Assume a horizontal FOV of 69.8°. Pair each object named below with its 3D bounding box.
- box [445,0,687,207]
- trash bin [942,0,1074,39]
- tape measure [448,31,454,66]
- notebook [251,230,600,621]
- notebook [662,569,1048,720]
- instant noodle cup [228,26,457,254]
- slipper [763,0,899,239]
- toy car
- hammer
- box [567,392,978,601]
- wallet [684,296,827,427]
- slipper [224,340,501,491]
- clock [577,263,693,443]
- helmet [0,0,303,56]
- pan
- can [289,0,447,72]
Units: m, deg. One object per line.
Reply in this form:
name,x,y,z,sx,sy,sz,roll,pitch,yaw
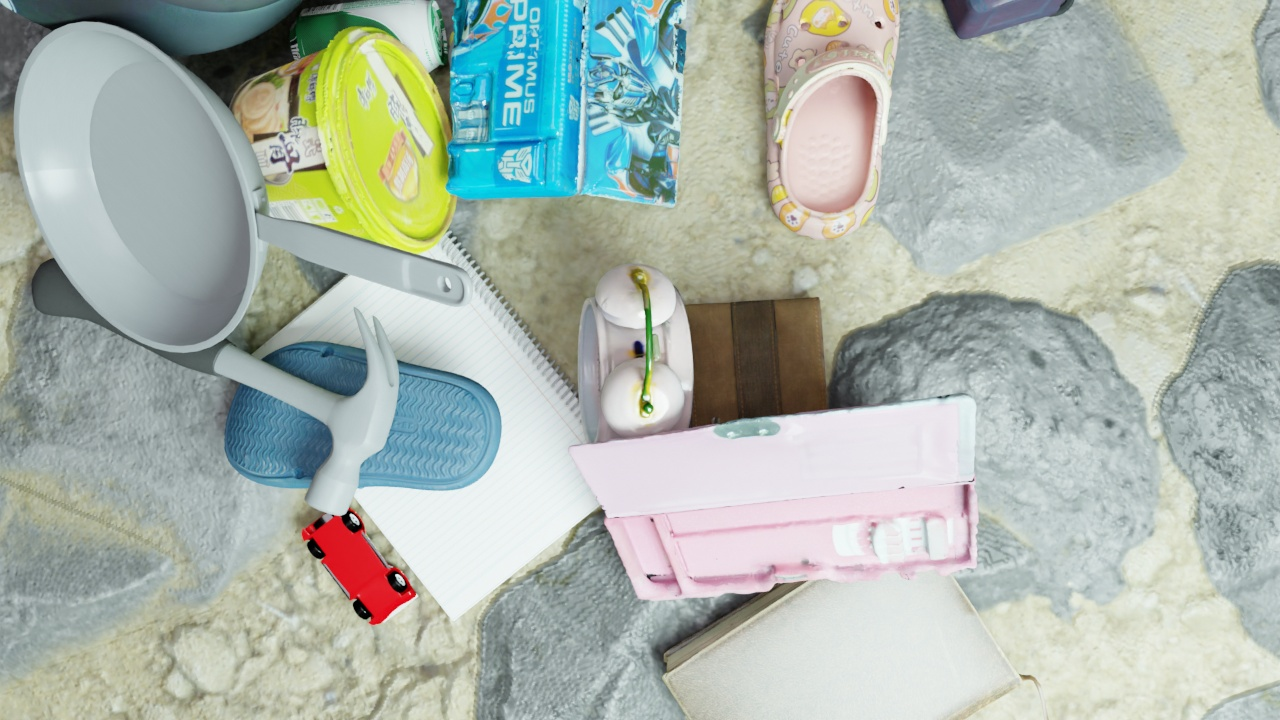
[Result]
box,-0.045,-0.231,0.621,0.170,0.071,0.243,3,90,-7
trash bin,0.239,-0.312,0.612,0.092,0.093,0.161,-14,91,11
tape measure,-0.106,-0.213,0.662,0.064,0.017,0.065,0,90,2
notebook,-0.144,0.039,0.668,0.178,0.013,0.245,-39,89,3
notebook,0.153,0.235,0.647,0.215,0.034,0.190,-33,89,2
instant noodle cup,-0.196,-0.137,0.607,0.098,0.146,0.146,-6,90,18
slipper,0.129,-0.183,0.623,0.093,0.081,0.197,6,93,3
toy car,-0.203,0.148,0.664,0.038,0.025,0.089,-38,88,2
hammer,-0.300,-0.011,0.630,0.311,0.029,0.125,21,85,17
box,0.089,0.083,0.574,0.233,0.039,0.179,-7,134,13
wallet,0.084,0.017,0.654,0.099,0.027,0.121,-4,91,5
slipper,-0.193,0.041,0.638,0.214,0.059,0.103,3,82,16
clock,-0.003,0.003,0.588,0.058,0.158,0.116,-2,75,-11
helmet,-0.291,-0.346,0.561,0.235,0.249,0.316,13,86,-27
pan,-0.236,-0.084,0.538,0.357,0.050,0.201,14,117,21
can,-0.191,-0.225,0.647,0.101,0.053,0.053,-6,90,2
